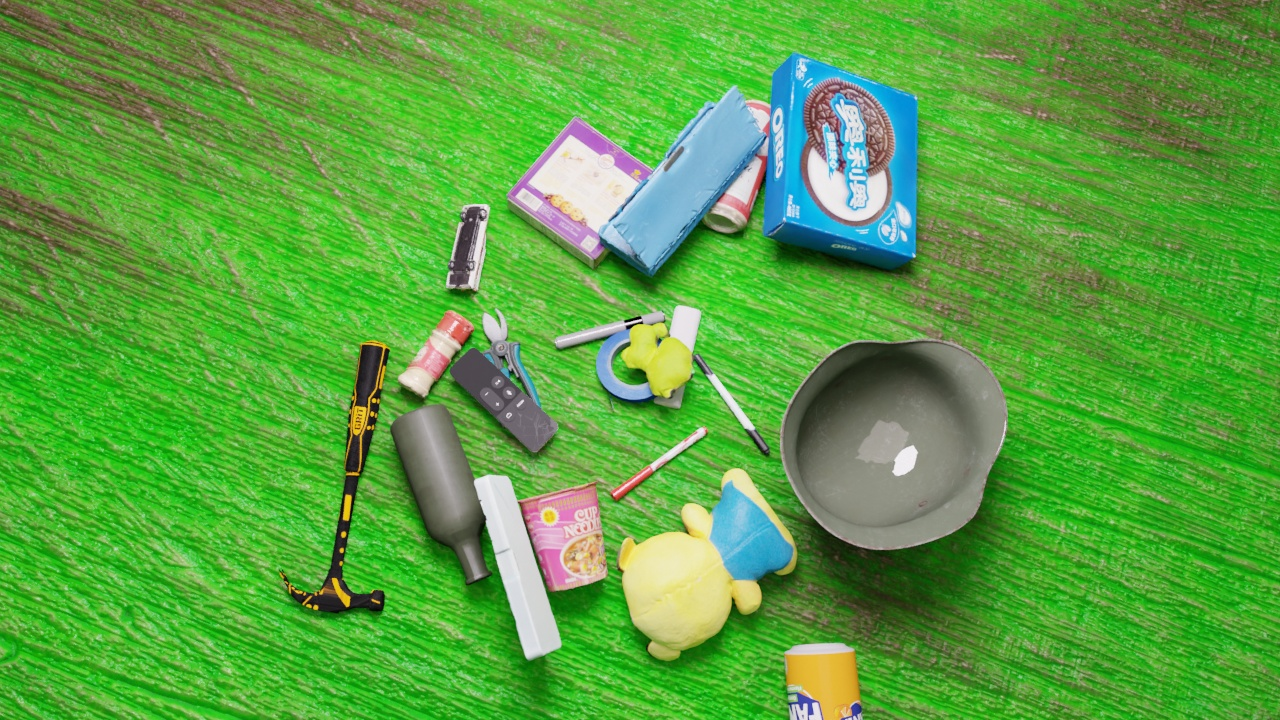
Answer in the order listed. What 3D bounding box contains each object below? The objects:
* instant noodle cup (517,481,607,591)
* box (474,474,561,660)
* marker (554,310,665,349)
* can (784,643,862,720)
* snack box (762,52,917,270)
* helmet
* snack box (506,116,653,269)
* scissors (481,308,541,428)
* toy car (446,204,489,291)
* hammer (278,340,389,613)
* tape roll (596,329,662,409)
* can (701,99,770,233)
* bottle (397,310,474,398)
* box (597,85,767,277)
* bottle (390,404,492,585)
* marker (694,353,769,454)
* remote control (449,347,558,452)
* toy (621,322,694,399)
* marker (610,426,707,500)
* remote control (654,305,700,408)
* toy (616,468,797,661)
[{"bbox_3d":[-0.083,0.202,1.046,0.097,0.098,0.108,-14,83,-6],"label":"instant noodle cup"},{"bbox_3d":[-0.133,0.226,1.010,0.049,0.136,0.197,-17,76,-7],"label":"box"},{"bbox_3d":[-0.038,-0.038,1.148,0.140,0.016,0.016,-15,76,-6],"label":"marker"},{"bbox_3d":[0.204,0.388,1.013,0.079,0.079,0.142,-2,75,-4],"label":"can"},{"bbox_3d":[0.258,-0.250,1.167,0.195,0.056,0.238,11,73,-20],"label":"snack box"},{"bbox_3d":[0.282,0.093,1.056,0.267,0.154,0.227,-32,80,-6],"label":"helmet"},{"bbox_3d":[-0.072,-0.217,1.181,0.143,0.041,0.147,37,76,7],"label":"snack box"},{"bbox_3d":[-0.164,0.014,1.127,0.128,0.019,0.153,25,76,3],"label":"scissors"},{"bbox_3d":[-0.213,-0.140,1.156,0.039,0.039,0.113,2,72,24],"label":"toy car"},{"bbox_3d":[-0.342,0.132,1.081,0.123,0.036,0.320,6,77,0],"label":"hammer"},{"bbox_3d":[-0.007,0.007,1.129,0.093,0.016,0.091,-20,72,0],"label":"tape roll"},{"bbox_3d":[0.129,-0.250,1.186,0.067,0.067,0.170,20,75,3],"label":"can"},{"bbox_3d":[-0.248,-0.008,1.116,0.044,0.044,0.109,32,77,6],"label":"bottle"},{"bbox_3d":[0.046,-0.224,1.101,0.094,0.102,0.231,38,81,20],"label":"box"},{"bbox_3d":[-0.222,0.156,1.059,0.071,0.071,0.206,-22,77,-8],"label":"bottle"},{"bbox_3d":[0.112,0.053,1.134,0.011,0.011,0.152,-34,79,-11],"label":"marker"},{"bbox_3d":[-0.164,0.047,1.103,0.146,0.008,0.045,42,78,6],"label":"remote control"},{"bbox_3d":[0.023,-0.001,1.100,0.094,0.036,0.094,11,71,16],"label":"toy"},{"bbox_3d":[0.024,0.123,1.110,0.142,0.013,0.013,-35,79,-11],"label":"marker"},{"bbox_3d":[0.047,-0.005,1.145,0.033,0.012,0.130,13,75,1],"label":"remote control"},{"bbox_3d":[0.074,0.232,1.047,0.213,0.084,0.149,-32,77,-13],"label":"toy"}]
